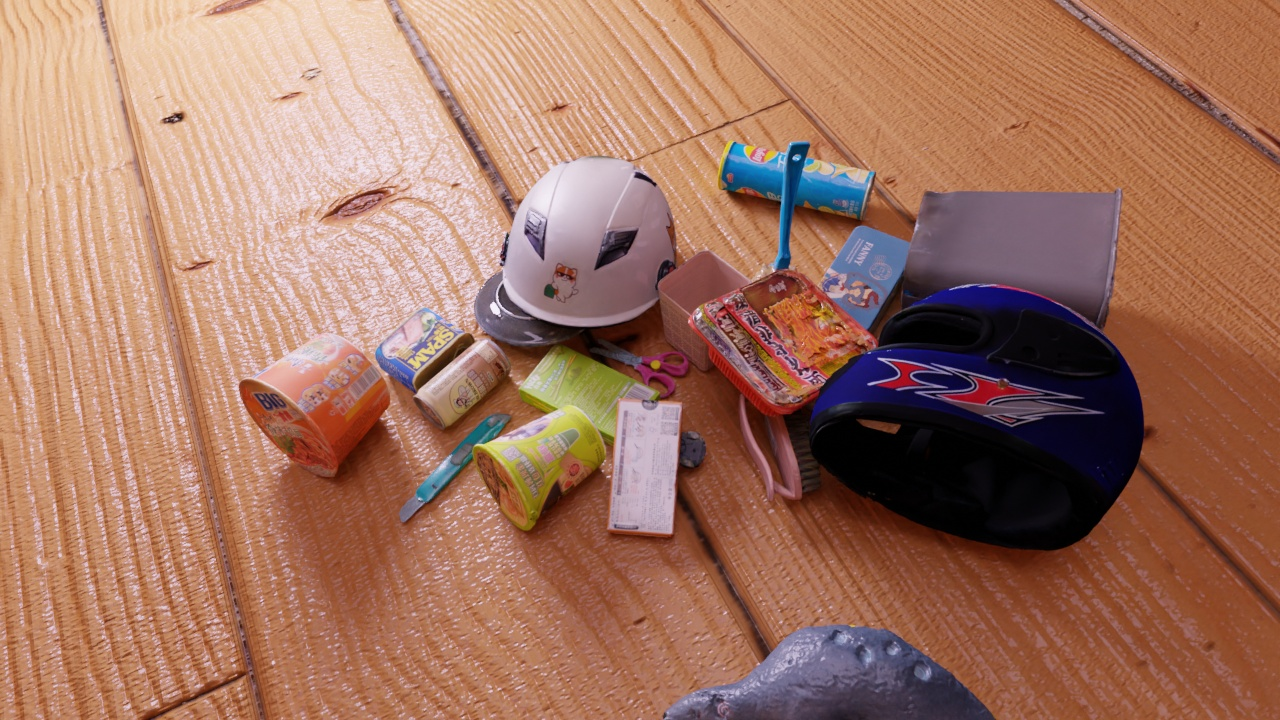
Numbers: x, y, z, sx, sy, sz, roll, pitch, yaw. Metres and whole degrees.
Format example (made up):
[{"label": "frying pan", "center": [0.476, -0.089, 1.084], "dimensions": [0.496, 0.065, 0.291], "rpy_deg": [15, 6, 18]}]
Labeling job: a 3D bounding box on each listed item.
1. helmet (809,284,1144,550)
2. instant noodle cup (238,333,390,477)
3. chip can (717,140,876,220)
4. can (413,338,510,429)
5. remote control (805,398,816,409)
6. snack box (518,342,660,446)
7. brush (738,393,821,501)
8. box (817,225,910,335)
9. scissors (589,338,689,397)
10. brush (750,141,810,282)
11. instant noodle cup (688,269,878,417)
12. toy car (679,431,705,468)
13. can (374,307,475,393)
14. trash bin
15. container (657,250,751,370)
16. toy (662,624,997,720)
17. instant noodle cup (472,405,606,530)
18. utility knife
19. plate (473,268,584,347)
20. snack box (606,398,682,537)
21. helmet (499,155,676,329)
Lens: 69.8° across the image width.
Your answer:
[{"label": "helmet", "center": [0.349, 0.038, 0.955], "dimensions": [0.315, 0.248, 0.239], "rpy_deg": [21, 57, 3]}, {"label": "instant noodle cup", "center": [-0.378, 0.047, 1.088], "dimensions": [0.151, 0.152, 0.111], "rpy_deg": [26, 52, 21]}, {"label": "chip can", "center": [0.219, -0.254, 1.293], "dimensions": [0.210, 0.071, 0.071], "rpy_deg": [16, 57, 15]}, {"label": "can", "center": [-0.219, 0.028, 1.135], "dimensions": [0.058, 0.059, 0.116], "rpy_deg": [35, 64, 25]}, {"label": "remote control", "center": [0.267, 0.020, 1.125], "dimensions": [0.150, 0.021, 0.058], "rpy_deg": [-11, 54, -3]}, {"label": "snack box", "center": [-0.063, 0.043, 1.131], "dimensions": [0.156, 0.026, 0.085], "rpy_deg": [25, 59, 20]}, {"label": "brush", "center": [0.159, 0.095, 1.056], "dimensions": [0.073, 0.063, 0.145], "rpy_deg": [-7, 56, -6]}, {"label": "box", "center": [0.283, -0.094, 1.182], "dimensions": [0.090, 0.061, 0.183], "rpy_deg": [24, 61, 19]}, {"label": "scissors", "center": [-0.010, 0.009, 1.162], "dimensions": [0.137, 0.017, 0.073], "rpy_deg": [14, 66, 19]}, {"label": "brush", "center": [0.173, -0.148, 1.121], "dimensions": [0.083, 0.255, 0.045], "rpy_deg": [-5, 36, -13]}, {"label": "instant noodle cup", "center": [0.160, -0.015, 1.046], "dimensions": [0.188, 0.079, 0.164], "rpy_deg": [-25, 61, -32]}, {"label": "toy car", "center": [0.032, 0.102, 1.075], "dimensions": [0.090, 0.034, 0.042], "rpy_deg": [8, 72, 9]}, {"label": "can", "center": [-0.274, -0.010, 1.169], "dimensions": [0.083, 0.057, 0.101], "rpy_deg": [31, 62, 26]}, {"label": "trash bin", "center": [0.436, -0.096, 1.099], "dimensions": [0.220, 0.199, 0.198], "rpy_deg": [10, 56, 19]}, {"label": "container", "center": [0.081, -0.057, 1.140], "dimensions": [0.090, 0.111, 0.090], "rpy_deg": [-38, 60, -21]}, {"label": "toy", "center": [0.200, 0.325, 0.881], "dimensions": [0.356, 0.091, 0.137], "rpy_deg": [2, 83, 8]}, {"label": "instant noodle cup", "center": [-0.108, 0.113, 1.043], "dimensions": [0.123, 0.112, 0.111], "rpy_deg": [-32, 58, -26]}, {"label": "utility knife", "center": [-0.222, 0.123, 1.095], "dimensions": [0.029, 0.013, 0.181], "rpy_deg": [29, 62, 24]}, {"label": "plate", "center": [-0.134, -0.086, 1.215], "dimensions": [0.179, 0.024, 0.179], "rpy_deg": [-3, 46, 3]}, {"label": "snack box", "center": [0.006, 0.121, 1.041], "dimensions": [0.075, 0.026, 0.153], "rpy_deg": [3, 75, 6]}, {"label": "helmet", "center": [-0.059, -0.170, 1.164], "dimensions": [0.230, 0.157, 0.273], "rpy_deg": [12, 33, 10]}]
